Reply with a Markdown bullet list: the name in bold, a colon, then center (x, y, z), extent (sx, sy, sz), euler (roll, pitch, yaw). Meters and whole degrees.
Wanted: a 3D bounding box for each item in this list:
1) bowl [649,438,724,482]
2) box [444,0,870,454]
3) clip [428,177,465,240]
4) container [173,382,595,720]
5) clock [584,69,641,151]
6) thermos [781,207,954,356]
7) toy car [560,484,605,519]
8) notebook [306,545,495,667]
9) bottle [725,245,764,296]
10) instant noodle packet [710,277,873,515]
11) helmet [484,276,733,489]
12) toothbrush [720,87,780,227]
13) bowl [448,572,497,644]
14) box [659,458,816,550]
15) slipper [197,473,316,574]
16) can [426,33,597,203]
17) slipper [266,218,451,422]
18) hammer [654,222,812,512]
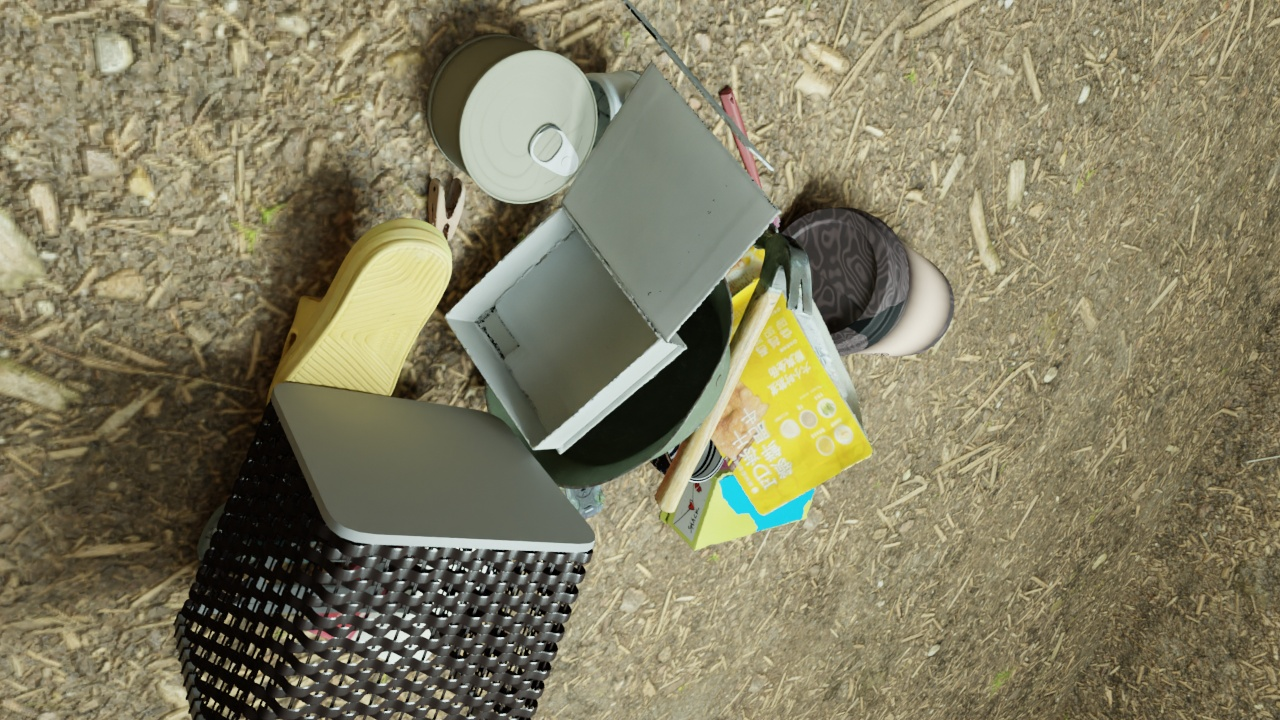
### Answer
- **bowl**: center (0.043, 0.086, 1.098), extent (0.120, 0.066, 0.120), euler (7, 80, -45)
- **box**: center (0.003, -0.102, 0.773), extent (0.420, 0.166, 0.108), euler (-45, 163, 28)
- **clip**: center (-0.168, -0.136, 0.821), extent (0.045, 0.025, 0.061), euler (-14, 134, -29)
- **container**: center (-0.213, 0.187, 0.764), extent (0.247, 0.245, 0.244), euler (12, 109, -38)
- **clock**: center (-0.017, -0.214, 0.819), extent (0.057, 0.118, 0.083), euler (-12, 125, -41)
- **thermos**: center (0.277, -0.081, 1.116), extent (0.225, 0.173, 0.173), euler (9, 112, -49)
- **toy car**: center (-0.074, 0.137, 1.073), extent (0.048, 0.033, 0.105), euler (-21, 116, -25)
- **notebook**: center (-0.224, 0.218, 0.952), extent (0.208, 0.012, 0.153), euler (-52, 131, -1)
- **bottle**: center (0.113, -0.098, 1.041), extent (0.109, 0.063, 0.063), euler (-40, 136, 5)
- **instant noodle packet**: center (0.147, 0.040, 1.015), extent (0.163, 0.221, 0.084), euler (-37, 155, 32)
- **helmet**: center (-0.006, 0.006, 0.930), extent (0.268, 0.227, 0.153), euler (-47, 154, 11)
- **toothbrush**: center (0.122, -0.215, 1.001), extent (0.016, 0.016, 0.190), euler (-39, 135, -10)
- **bowl**: center (-0.223, 0.248, 1.010), extent (0.123, 0.052, 0.124), euler (-14, 119, -28)
- **box**: center (0.145, 0.169, 1.242), extent (0.220, 0.079, 0.125), euler (-9, 124, -38)
- **slipper**: center (-0.287, 0.139, 0.891), extent (0.268, 0.055, 0.098), euler (-20, 127, -29)
- **can**: center (-0.110, -0.206, 0.780), extent (0.127, 0.073, 0.128), euler (-20, 129, -27)
- **slipper**: center (-0.247, -0.028, 0.785), extent (0.099, 0.078, 0.264), euler (9, 133, -41)
- **hammer**: center (0.089, 0.022, 0.970), extent (0.033, 0.132, 0.331), euler (12, 114, -26)
